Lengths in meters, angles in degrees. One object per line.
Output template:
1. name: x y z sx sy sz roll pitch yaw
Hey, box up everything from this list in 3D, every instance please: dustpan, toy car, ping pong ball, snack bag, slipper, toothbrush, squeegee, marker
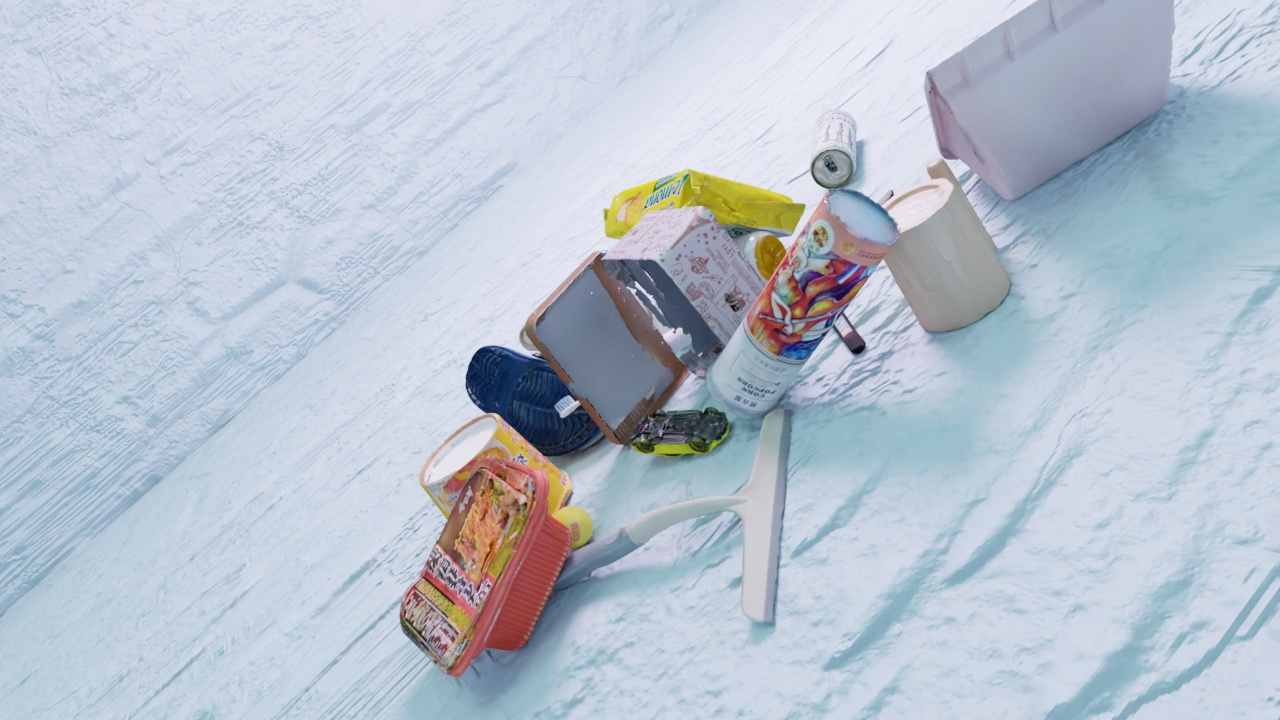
1. dustpan: 0.359 -0.271 0.844 0.223 0.273 0.138 -30 48 12
2. toy car: 0.039 0.073 0.890 0.105 0.032 0.048 -6 36 34
3. ping pong ball: -0.065 0.158 0.869 0.040 0.040 0.040 -32 23 15
4. snack bag: 0.069 -0.185 1.138 0.247 0.157 0.068 4 90 62
5. slipper: -0.116 0.048 1.103 0.253 0.095 0.105 18 95 44
6. toothbrush: -0.006 0.006 1.015 0.220 0.026 0.027 -32 -13 -32
7. squeegee: 0.007 0.148 0.780 0.247 0.039 0.245 -27 24 28
8. marker: 0.194 -0.036 0.888 0.018 0.015 0.123 -35 25 11

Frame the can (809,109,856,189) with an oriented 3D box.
1. can: 0.255 -0.280 1.209 0.058 0.058 0.146 -26 25 28

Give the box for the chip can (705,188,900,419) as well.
1. chip can: 0.134 -0.044 0.787 0.215 0.071 0.071 -60 5 39

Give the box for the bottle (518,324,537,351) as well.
1. bottle: -0.096 -0.034 1.156 0.060 0.060 0.205 -31 -6 16

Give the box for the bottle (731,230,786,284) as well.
1. bottle: 0.091 -0.108 1.112 0.190 0.068 0.067 -8 37 51

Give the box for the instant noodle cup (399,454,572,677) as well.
1. instant noodle cup: -0.134 0.184 0.833 0.165 0.079 0.188 7 70 60

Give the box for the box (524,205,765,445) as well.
1. box: 0.013 -0.027 0.925 0.193 0.183 0.157 -48 24 -18

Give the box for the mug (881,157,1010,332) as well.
1. mug: 0.262 -0.103 0.791 0.084 0.103 0.124 -12 34 47

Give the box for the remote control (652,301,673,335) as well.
1. remote control: 0.041 -0.085 1.101 0.056 0.019 0.135 2 86 55

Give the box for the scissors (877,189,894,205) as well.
1. scissors: 0.228 -0.128 1.008 0.179 0.019 0.170 -37 23 7

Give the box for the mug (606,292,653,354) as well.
1. mug: -0.033 -0.021 1.124 0.105 0.081 0.115 -69 0 -68

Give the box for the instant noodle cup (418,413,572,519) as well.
1. instant noodle cup: -0.160 0.130 0.979 0.138 0.110 0.137 -31 22 14
